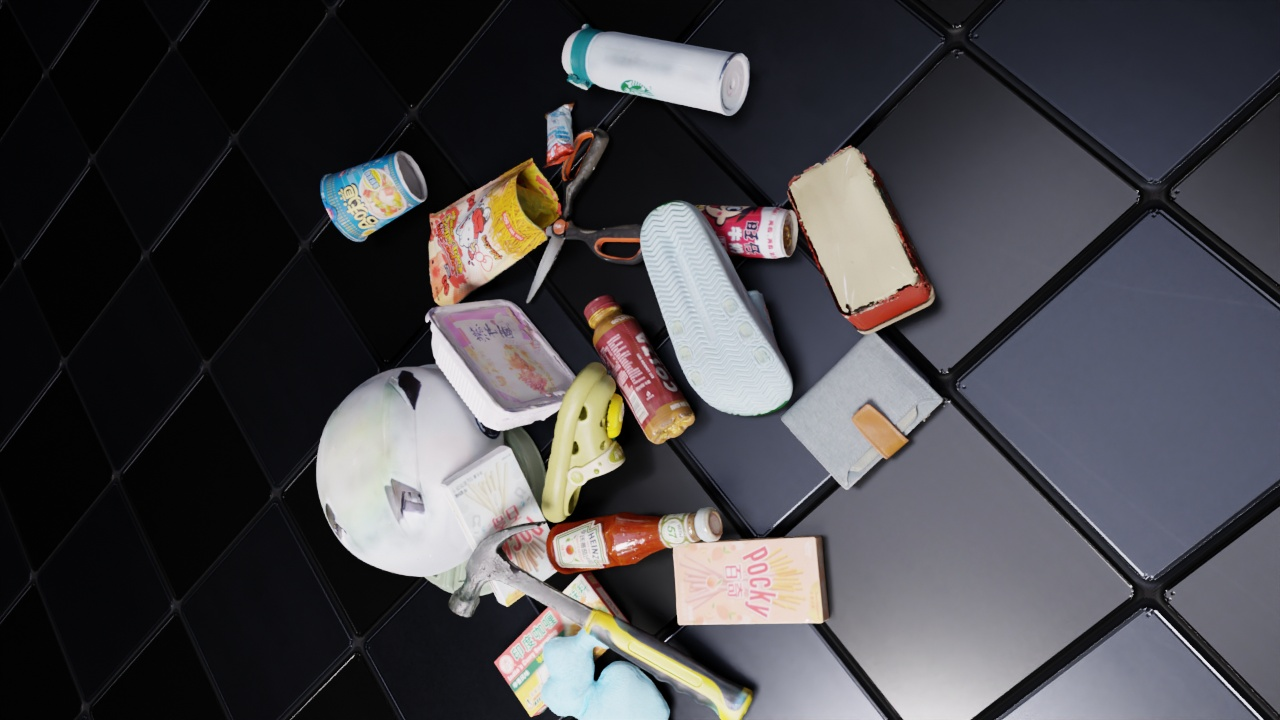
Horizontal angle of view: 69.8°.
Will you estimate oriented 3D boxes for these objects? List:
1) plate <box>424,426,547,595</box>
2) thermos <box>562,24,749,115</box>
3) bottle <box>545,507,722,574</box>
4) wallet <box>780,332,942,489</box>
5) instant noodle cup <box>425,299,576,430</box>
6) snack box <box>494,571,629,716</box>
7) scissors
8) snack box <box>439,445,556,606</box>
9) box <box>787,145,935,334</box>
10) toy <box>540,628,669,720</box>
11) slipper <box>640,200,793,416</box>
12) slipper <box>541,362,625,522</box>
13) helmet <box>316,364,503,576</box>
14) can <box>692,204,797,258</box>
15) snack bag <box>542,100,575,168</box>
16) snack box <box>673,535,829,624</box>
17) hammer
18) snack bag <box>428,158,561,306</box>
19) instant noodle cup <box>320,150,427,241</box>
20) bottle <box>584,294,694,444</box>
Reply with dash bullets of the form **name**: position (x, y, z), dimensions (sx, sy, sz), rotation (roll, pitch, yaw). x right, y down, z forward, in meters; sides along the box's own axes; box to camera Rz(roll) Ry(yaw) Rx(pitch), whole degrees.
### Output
- **plate**: position (-0.213, 0.170, 1.115), dimensions (0.231, 0.027, 0.230), rotation (-5, 80, 26)
- **thermos**: position (0.010, -0.332, 1.050), dimensions (0.224, 0.073, 0.073), rotation (21, 92, 28)
- **bottle**: position (-0.008, 0.188, 0.975), dimensions (0.207, 0.059, 0.059), rotation (-16, 75, 33)
- **wallet**: position (0.217, 0.050, 0.906), dimensions (0.130, 0.037, 0.106), rotation (-46, 64, 13)
- **instant noodle cup**: position (-0.164, 0.010, 1.063), dimensions (0.173, 0.137, 0.060), rotation (48, 126, 25)
- **snack box**: position (-0.089, 0.318, 1.029), dimensions (0.156, 0.027, 0.077), rotation (-47, 66, 13)
- **scissors**: position (-0.082, -0.173, 1.099), dimensions (0.231, 0.021, 0.221), rotation (8, 86, 30)
- **snack box**: position (-0.150, 0.182, 1.011), dimensions (0.027, 0.084, 0.157), rotation (0, 117, 57)
- **box**: position (0.213, -0.122, 0.897), dimensions (0.091, 0.077, 0.168), rotation (-28, 63, 21)
- **toy**: position (-0.033, 0.365, 0.975), dimensions (0.156, 0.049, 0.161), rotation (4, 91, 14)
- **slipper**: position (0.079, -0.054, 0.968), dimensions (0.104, 0.074, 0.245), rotation (-27, 88, 30)
- **slipper**: position (-0.054, 0.096, 1.012), dimensions (0.081, 0.091, 0.191), rotation (17, 106, 4)
- **helmet**: position (-0.284, 0.121, 1.060), dimensions (0.229, 0.145, 0.258), rotation (-19, 74, 23)
- **can**: position (0.098, -0.139, 0.985), dimensions (0.133, 0.053, 0.053), rotation (7, 86, 28)
- **snack bag**: position (-0.098, -0.274, 1.109), dimensions (0.048, 0.026, 0.104), rotation (-19, 55, 26)
- **snack box**: position (0.111, 0.226, 0.941), dimensions (0.157, 0.026, 0.084), rotation (-9, 78, 26)
- **hammer**: position (-0.034, 0.275, 0.947), dimensions (0.323, 0.032, 0.126), rotation (27, 92, 8)
- **snack bag**: position (-0.192, -0.157, 1.127), dimensions (0.208, 0.073, 0.128), rotation (-22, 73, 37)
- **instant noodle cup**: position (-0.344, -0.221, 1.206), dimensions (0.110, 0.099, 0.099), rotation (-20, 74, 14)
- **bottle**: position (-0.006, 0.006, 1.014), dimensions (0.057, 0.057, 0.175), rotation (-38, 68, 17)
